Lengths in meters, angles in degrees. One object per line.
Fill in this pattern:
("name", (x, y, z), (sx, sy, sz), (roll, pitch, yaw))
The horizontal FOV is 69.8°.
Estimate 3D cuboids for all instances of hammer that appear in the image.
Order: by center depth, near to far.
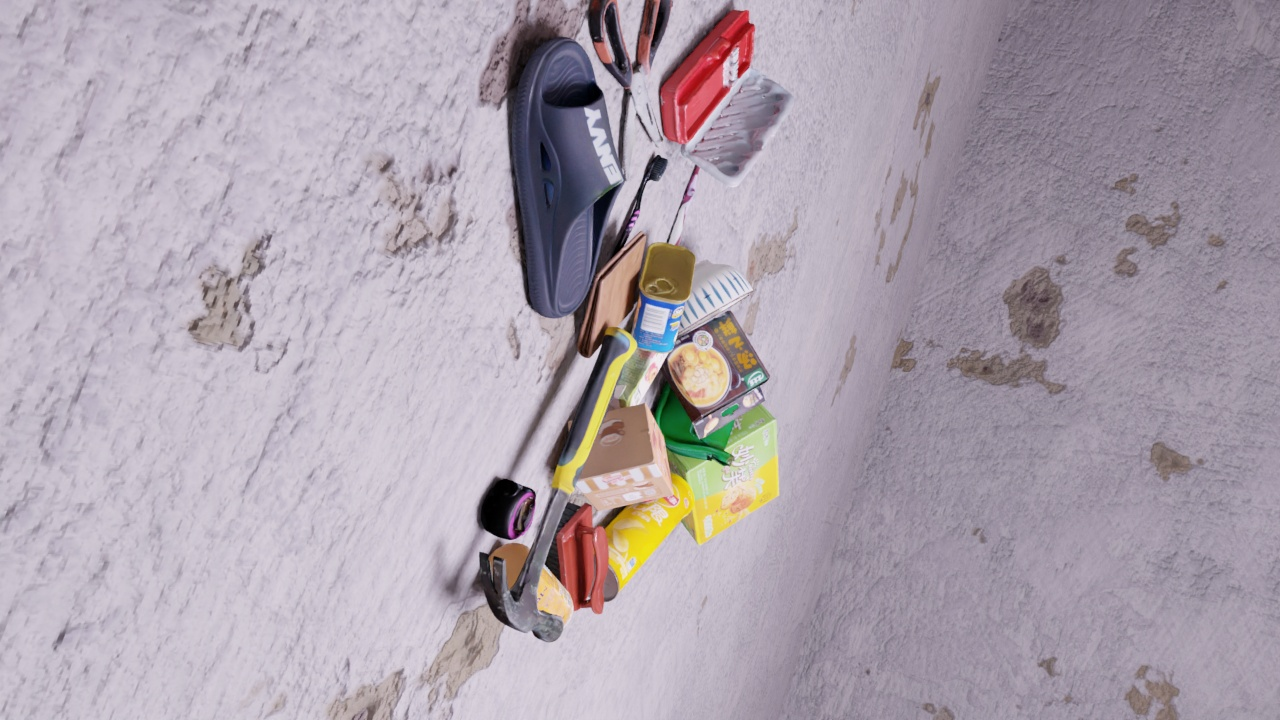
("hammer", (-0.073, 0.111, 0.927), (0.126, 0.032, 0.322), (44, 59, -48))

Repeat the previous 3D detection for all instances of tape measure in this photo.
("tape measure", (-0.130, 0.150, 0.917), (0.057, 0.039, 0.057), (-67, 156, -12))

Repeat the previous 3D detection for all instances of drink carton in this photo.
("drink carton", (-0.006, 0.006, 1.083), (0.122, 0.045, 0.054), (-59, 164, -26))

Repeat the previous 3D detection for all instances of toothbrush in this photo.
("toothbrush", (-0.012, -0.143, 1.006), (0.189, 0.018, 0.014), (-67, 158, -10))
("toothbrush", (0.063, -0.198, 1.130), (0.016, 0.017, 0.187), (29, 78, -65))

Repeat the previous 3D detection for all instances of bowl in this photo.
("bowl", (0.076, -0.085, 1.151), (0.066, 0.117, 0.116), (60, 31, 2))

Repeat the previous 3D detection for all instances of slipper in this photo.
("slipper", (-0.051, -0.154, 0.832), (0.110, 0.083, 0.269), (-47, 147, -49))

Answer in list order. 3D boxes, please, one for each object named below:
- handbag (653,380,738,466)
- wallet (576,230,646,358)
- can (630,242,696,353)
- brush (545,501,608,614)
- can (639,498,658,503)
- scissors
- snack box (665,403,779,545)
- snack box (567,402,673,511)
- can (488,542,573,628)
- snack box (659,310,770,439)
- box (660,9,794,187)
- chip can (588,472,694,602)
("handbag", (0.086, 0.069, 1.241), (0.068, 0.120, 0.131), (46, 62, -70))
("wallet", (-0.029, -0.071, 0.984), (0.101, 0.020, 0.115), (-51, 164, -42))
("can", (0.024, -0.070, 1.043), (0.101, 0.057, 0.083), (-79, -178, -47))
("brush", (-0.071, 0.239, 1.071), (0.063, 0.069, 0.146), (-45, 144, -46))
("can", (-0.004, 0.129, 1.163), (0.053, 0.053, 0.133), (-60, 154, -26))
("scissors", (-0.006, -0.291, 0.917), (0.188, 0.015, 0.226), (-14, 118, -63))
("snack box", (0.123, 0.164, 1.368), (0.157, 0.070, 0.210), (-29, 141, -15))
("snack box", (-0.022, 0.110, 1.030), (0.094, 0.093, 0.077), (63, 16, -58))
("can", (-0.118, 0.248, 0.988), (0.058, 0.058, 0.146), (-62, 154, -24))
("snack box", (0.096, 0.018, 1.179), (0.113, 0.125, 0.053), (-29, 173, -20))
("box", (0.100, -0.306, 1.075), (0.154, 0.074, 0.200), (54, 50, -26))
("chip can", (-0.006, 0.226, 1.206), (0.212, 0.072, 0.072), (-37, 138, -52))
